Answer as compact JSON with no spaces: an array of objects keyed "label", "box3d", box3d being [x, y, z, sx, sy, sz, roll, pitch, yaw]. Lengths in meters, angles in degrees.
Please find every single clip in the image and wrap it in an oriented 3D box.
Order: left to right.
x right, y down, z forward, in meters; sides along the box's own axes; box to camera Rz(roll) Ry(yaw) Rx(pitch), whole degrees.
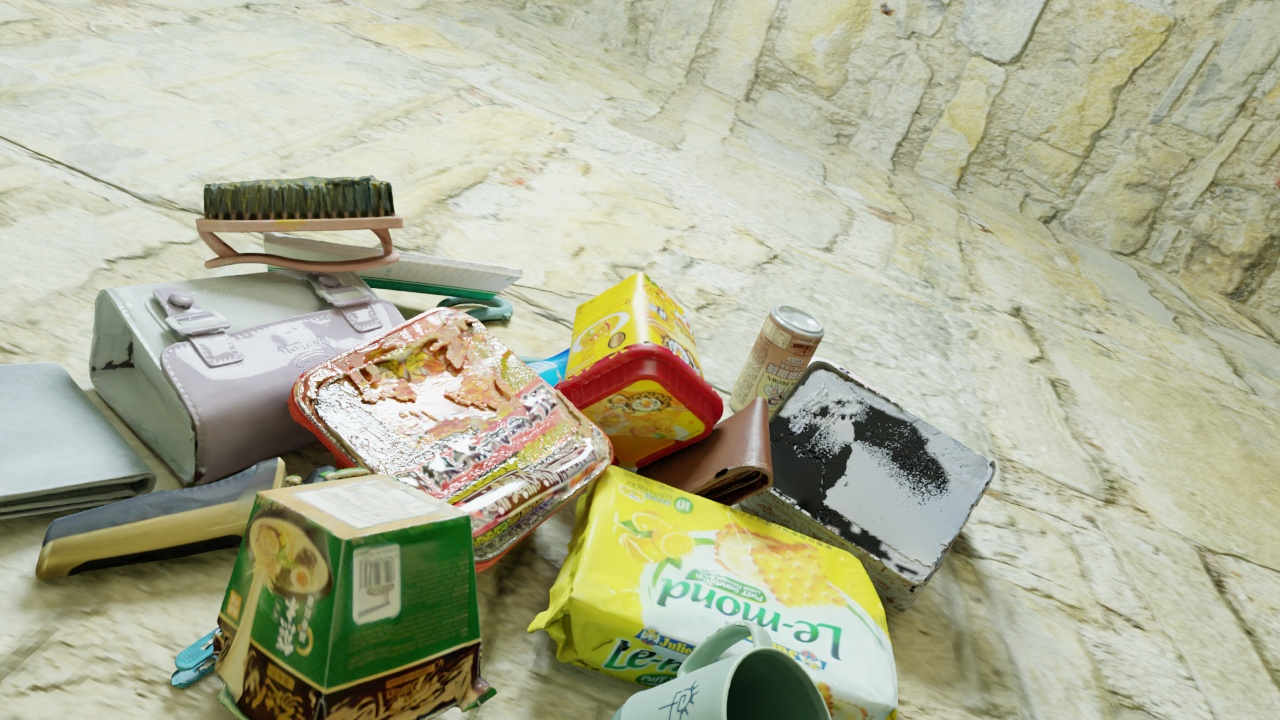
[{"label":"clip","box3d":[-0.227,0.154,0.495,0.014,0.045,0.056,32,31,14]}]

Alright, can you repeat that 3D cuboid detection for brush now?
[{"label":"brush","box3d":[-0.258,-0.103,0.697,0.145,0.073,0.063,-6,16,-22]}]

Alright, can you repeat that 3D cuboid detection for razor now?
[{"label":"razor","box3d":[-0.262,0.099,0.545,0.167,0.062,0.067,-8,70,-36]}]

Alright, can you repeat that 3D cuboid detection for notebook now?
[{"label":"notebook","box3d":[-0.223,-0.079,0.819,0.209,0.012,0.151,6,-8,-19]}]

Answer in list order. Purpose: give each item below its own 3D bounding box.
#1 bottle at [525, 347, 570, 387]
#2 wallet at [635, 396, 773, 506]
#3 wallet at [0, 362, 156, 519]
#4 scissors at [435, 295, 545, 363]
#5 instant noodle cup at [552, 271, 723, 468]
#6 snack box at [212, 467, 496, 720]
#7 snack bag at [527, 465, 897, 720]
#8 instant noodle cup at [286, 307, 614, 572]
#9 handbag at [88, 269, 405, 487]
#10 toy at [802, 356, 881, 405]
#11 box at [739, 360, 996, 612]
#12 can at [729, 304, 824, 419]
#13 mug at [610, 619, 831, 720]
[{"label":"bottle","box3d":[-0.049,0.014,0.836,0.065,0.065,0.218,32,28,19]},{"label":"wallet","box3d":[0.049,0.085,0.729,0.032,0.125,0.101,55,20,-19]},{"label":"wallet","box3d":[-0.380,0.048,0.560,0.130,0.037,0.106,37,20,25]},{"label":"scissors","box3d":[-0.156,-0.028,0.884,0.170,0.019,0.181,16,28,-9]},{"label":"instant noodle cup","box3d":[-0.004,0.004,0.752,0.116,0.116,0.123,41,34,-38]},{"label":"snack box","box3d":[-0.146,0.122,0.475,0.118,0.106,0.118,15,12,36]},{"label":"snack bag","box3d":[0.055,0.168,0.626,0.246,0.068,0.157,20,26,-4]},{"label":"instant noodle cup","box3d":[-0.133,0.058,0.642,0.189,0.079,0.164,41,43,15]},{"label":"handbag","box3d":[-0.270,0.000,0.672,0.145,0.099,0.196,41,32,22]},{"label":"toy","box3d":[0.229,0.050,0.994,0.159,0.054,0.121,30,27,-3]},{"label":"box","box3d":[0.190,0.118,0.813,0.181,0.198,0.157,32,70,17]},{"label":"can","box3d":[0.137,0.005,0.931,0.058,0.116,0.058,18,28,-10]},{"label":"mug","box3d":[0.039,0.196,0.491,0.082,0.107,0.111,34,43,-22]}]
